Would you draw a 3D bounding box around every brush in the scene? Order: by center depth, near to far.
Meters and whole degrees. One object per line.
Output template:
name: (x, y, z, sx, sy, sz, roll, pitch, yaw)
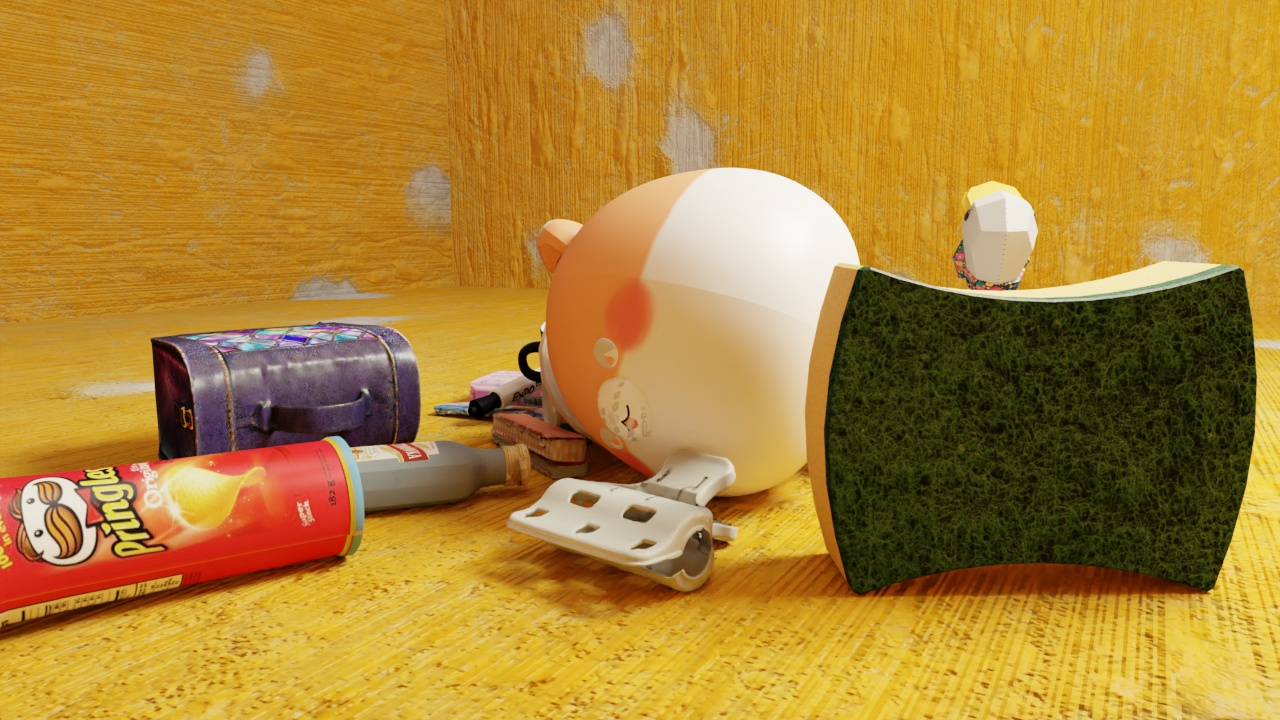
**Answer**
brush: (0.234, 0.038, 0.571, 0.250, 0.195, 0.075, 0, 8, -1)

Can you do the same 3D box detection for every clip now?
clip: (0.003, 0.110, 0.606, 0.125, 0.081, 0.147, 10, 11, 41)

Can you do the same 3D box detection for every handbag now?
handbag: (-0.331, 0.036, 0.850, 0.204, 0.125, 0.222, -8, 13, -44)

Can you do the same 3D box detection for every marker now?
marker: (-0.149, 0.037, 1.061, 0.025, 0.025, 0.125, 7, 23, 39)

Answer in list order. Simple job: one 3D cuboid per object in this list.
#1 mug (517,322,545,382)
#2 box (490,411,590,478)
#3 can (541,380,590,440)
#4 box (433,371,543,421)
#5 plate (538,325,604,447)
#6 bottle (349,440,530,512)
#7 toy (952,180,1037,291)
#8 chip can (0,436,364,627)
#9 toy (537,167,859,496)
mug: (-0.081, 0.003, 1.033, 0.122, 0.094, 0.085, 1, 21, 17)
box: (-0.100, 0.072, 0.883, 0.058, 0.053, 0.187, -39, 22, -20)
can: (-0.023, 0.033, 0.946, 0.144, 0.099, 0.099, -2, 9, -14)
box: (-0.116, 0.049, 1.105, 0.231, 0.035, 0.158, 3, 14, 24)
plate: (-0.005, 0.005, 0.890, 0.188, 0.188, 0.027, -2, -24, -14)
bottle: (-0.170, 0.091, 0.739, 0.161, 0.046, 0.072, -3, 9, -20)
toy: (0.356, -0.033, 0.936, 0.141, 0.268, 0.246, 2, 47, 13)
chip can: (-0.285, 0.098, 0.553, 0.212, 0.087, 0.087, -5, 10, -37)
toy: (0.044, -0.025, 0.755, 0.281, 0.263, 0.264, 13, 38, 22)
